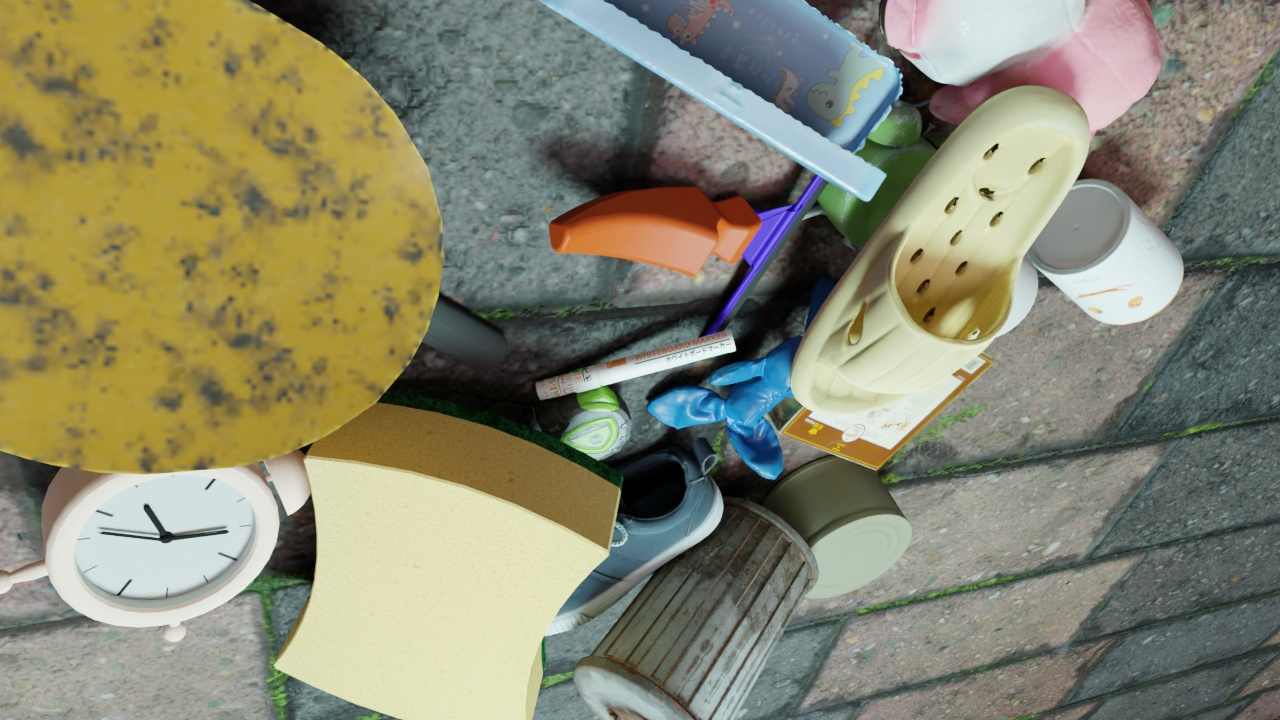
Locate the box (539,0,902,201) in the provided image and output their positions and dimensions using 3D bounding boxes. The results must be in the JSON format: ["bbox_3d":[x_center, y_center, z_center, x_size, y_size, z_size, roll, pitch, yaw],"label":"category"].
[{"bbox_3d":[0.051,-0.166,0.472,0.210,0.072,0.079,27,104,-20],"label":"box"}]

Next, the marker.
[{"bbox_3d":[-0.004,0.004,0.661,0.145,0.017,0.017,-15,137,3],"label":"marker"}]

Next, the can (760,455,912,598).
[{"bbox_3d":[0.184,0.159,0.874,0.127,0.073,0.128,-13,135,-13],"label":"can"}]

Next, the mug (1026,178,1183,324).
[{"bbox_3d":[0.363,-0.084,0.718,0.105,0.082,0.082,24,118,-38],"label":"mug"}]

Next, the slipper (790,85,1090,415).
[{"bbox_3d":[0.193,-0.042,0.575,0.111,0.079,0.262,8,130,-23],"label":"slipper"}]

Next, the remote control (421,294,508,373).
[{"bbox_3d":[-0.145,-0.031,0.579,0.033,0.015,0.146,-42,135,16],"label":"remote control"}]

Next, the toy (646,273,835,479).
[{"bbox_3d":[0.103,0.017,0.698,0.112,0.071,0.176,39,107,-23],"label":"toy"}]

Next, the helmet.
[{"bbox_3d":[-0.230,-0.063,0.422,0.255,0.131,0.205,12,94,-27],"label":"helmet"}]

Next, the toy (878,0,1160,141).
[{"bbox_3d":[0.223,-0.203,0.533,0.213,0.084,0.142,25,105,-37],"label":"toy"}]

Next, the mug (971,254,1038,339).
[{"bbox_3d":[0.240,-0.083,0.675,0.096,0.079,0.112,25,89,-40],"label":"mug"}]

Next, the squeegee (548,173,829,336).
[{"bbox_3d":[0.023,-0.083,0.578,0.184,0.055,0.250,-9,145,-39],"label":"squeegee"}]

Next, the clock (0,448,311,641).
[{"bbox_3d":[-0.308,0.097,0.593,0.160,0.086,0.131,-45,134,6],"label":"clock"}]

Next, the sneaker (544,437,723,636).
[{"bbox_3d":[-0.038,0.142,0.746,0.235,0.089,0.087,-30,141,-3],"label":"sneaker"}]

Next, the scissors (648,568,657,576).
[{"bbox_3d":[-0.023,0.184,0.841,0.131,0.019,0.150,-30,138,4],"label":"scissors"}]

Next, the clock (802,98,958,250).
[{"bbox_3d":[0.167,-0.124,0.617,0.094,0.042,0.120,16,122,-37],"label":"clock"}]

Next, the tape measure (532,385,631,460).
[{"bbox_3d":[-0.041,0.046,0.689,0.065,0.035,0.059,-21,128,-1],"label":"tape measure"}]

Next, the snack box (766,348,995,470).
[{"bbox_3d":[0.198,0.017,0.767,0.143,0.041,0.147,22,119,-38],"label":"snack box"}]

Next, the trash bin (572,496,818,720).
[{"bbox_3d":[0.047,0.231,0.768,0.210,0.131,0.131,-47,149,-34],"label":"trash bin"}]

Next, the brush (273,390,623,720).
[{"bbox_3d":[-0.140,0.152,0.651,0.195,0.075,0.251,19,124,-5],"label":"brush"}]
